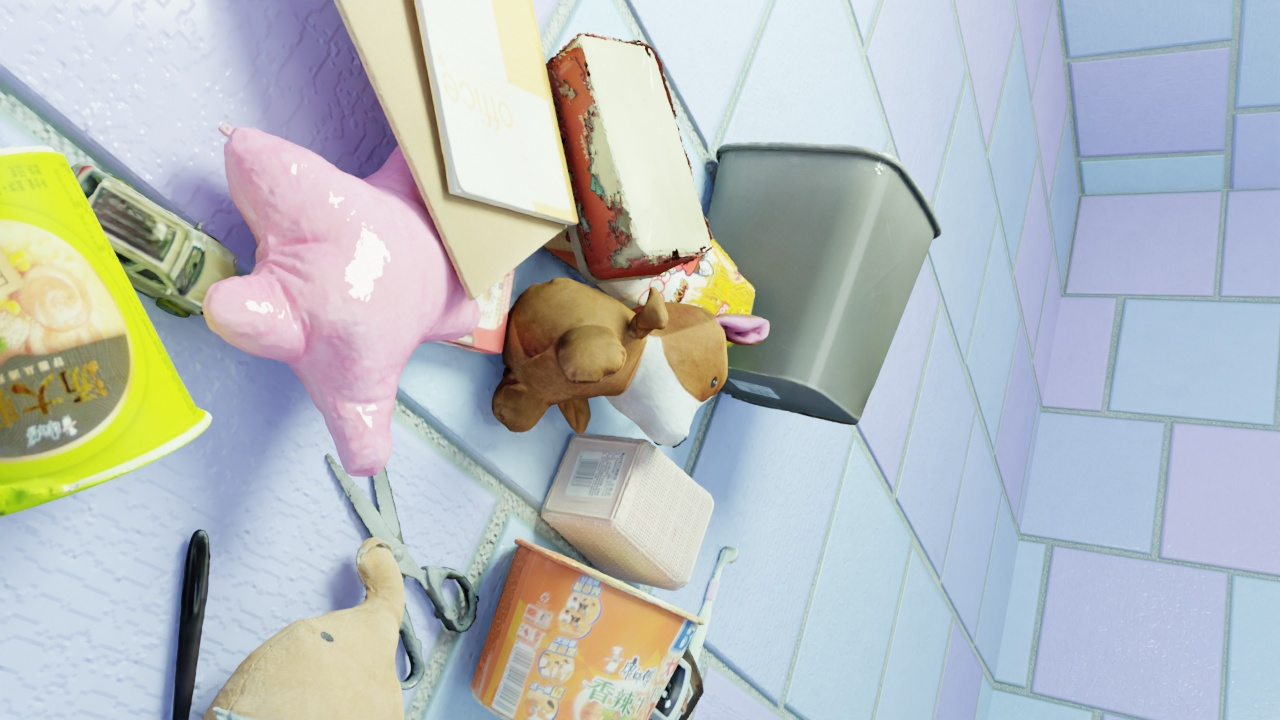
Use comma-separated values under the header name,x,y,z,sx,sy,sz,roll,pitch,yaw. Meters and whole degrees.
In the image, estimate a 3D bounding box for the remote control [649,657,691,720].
name,x,y,z,sx,sy,sz,roll,pitch,yaw
remote control,-0.010,0.249,0.778,0.150,0.021,0.058,48,50,-27

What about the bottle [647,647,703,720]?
name,x,y,z,sx,sy,sz,roll,pitch,yaw
bottle,-0.011,0.333,0.805,0.194,0.044,0.080,-42,120,-46

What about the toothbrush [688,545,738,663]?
name,x,y,z,sx,sy,sz,roll,pitch,yaw
toothbrush,0.063,0.279,0.937,0.020,0.029,0.189,27,66,-10

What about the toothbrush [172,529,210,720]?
name,x,y,z,sx,sy,sz,roll,pitch,yaw
toothbrush,-0.231,0.176,0.468,0.018,0.016,0.181,3,92,-63

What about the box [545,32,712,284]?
name,x,y,z,sx,sy,sz,roll,pitch,yaw
box,-0.010,-0.146,0.659,0.091,0.077,0.168,-11,83,-44

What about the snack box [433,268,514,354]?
name,x,y,z,sx,sy,sz,roll,pitch,yaw
snack box,-0.114,-0.085,0.609,0.075,0.025,0.153,16,81,-57

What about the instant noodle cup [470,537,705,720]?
name,x,y,z,sx,sy,sz,roll,pitch,yaw
instant noodle cup,-0.044,0.207,0.653,0.151,0.151,0.111,42,67,-51

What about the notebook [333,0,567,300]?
name,x,y,z,sx,sy,sz,roll,pitch,yaw
notebook,-0.111,-0.156,0.544,0.211,0.012,0.149,68,23,-17

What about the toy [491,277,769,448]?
name,x,y,z,sx,sy,sz,roll,pitch,yaw
toy,-0.004,0.004,0.679,0.199,0.140,0.130,-2,69,-47

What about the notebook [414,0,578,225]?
name,x,y,z,sx,sy,sz,roll,pitch,yaw
notebook,-0.094,-0.192,0.573,0.145,0.010,0.206,0,78,-67

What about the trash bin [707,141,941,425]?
name,x,y,z,sx,sy,sz,roll,pitch,yaw
trash bin,0.154,-0.070,0.892,0.199,0.199,0.219,30,76,-53

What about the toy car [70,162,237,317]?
name,x,y,z,sx,sy,sz,roll,pitch,yaw
toy car,-0.228,-0.052,0.428,0.090,0.035,0.042,44,60,-54

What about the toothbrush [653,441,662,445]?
name,x,y,z,sx,sy,sz,roll,pitch,yaw
toothbrush,0.023,0.038,0.784,0.188,0.014,0.017,-69,180,-71

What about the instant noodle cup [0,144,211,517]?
name,x,y,z,sx,sy,sz,roll,pitch,yaw
instant noodle cup,-0.244,-0.014,0.351,0.111,0.112,0.123,-33,113,-51

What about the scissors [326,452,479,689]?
name,x,y,z,sx,sy,sz,roll,pitch,yaw
scissors,-0.154,0.131,0.585,0.163,0.014,0.165,35,64,-53

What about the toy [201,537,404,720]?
name,x,y,z,sx,sy,sz,roll,pitch,yaw
toy,-0.176,0.200,0.486,0.143,0.082,0.225,69,33,-63

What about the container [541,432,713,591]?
name,x,y,z,sx,sy,sz,roll,pitch,yaw
container,-0.011,0.118,0.738,0.111,0.090,0.090,49,53,-45

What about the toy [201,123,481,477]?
name,x,y,z,sx,sy,sz,roll,pitch,yaw
toy,-0.155,-0.055,0.492,0.178,0.075,0.194,59,33,-30

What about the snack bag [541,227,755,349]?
name,x,y,z,sx,sy,sz,roll,pitch,yaw
snack bag,0.007,-0.093,0.751,0.208,0.073,0.128,41,60,-34
